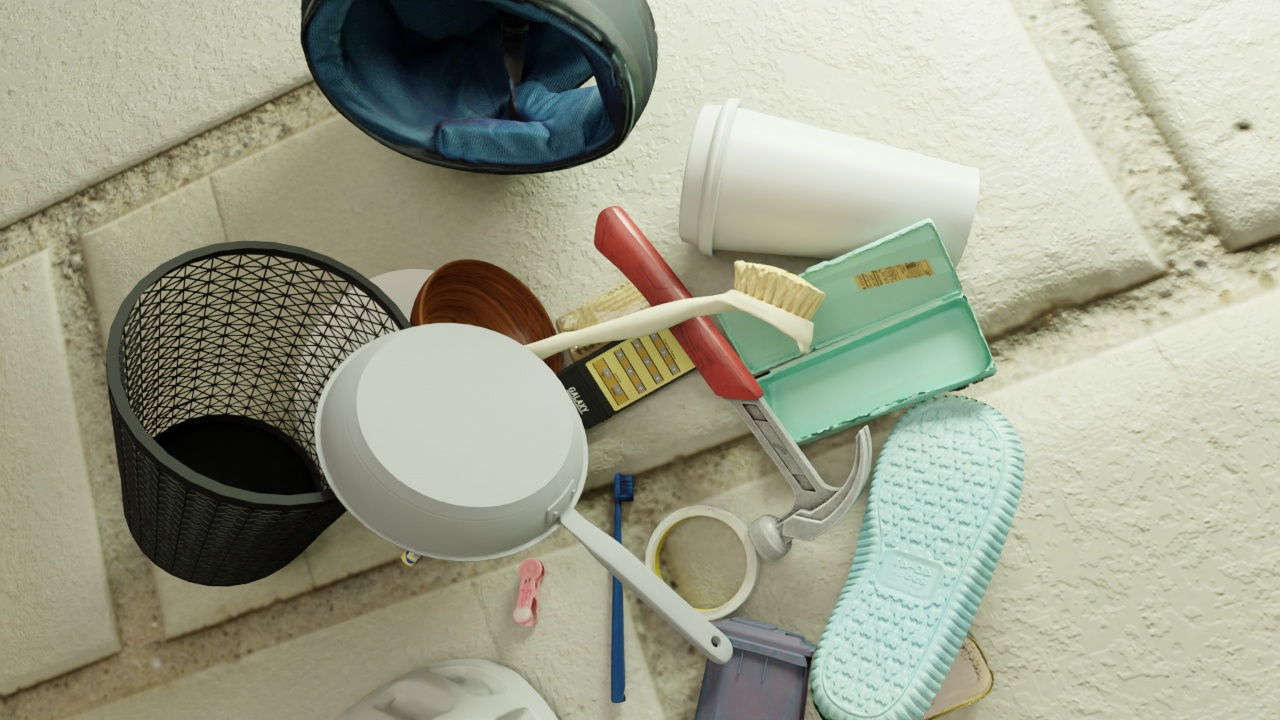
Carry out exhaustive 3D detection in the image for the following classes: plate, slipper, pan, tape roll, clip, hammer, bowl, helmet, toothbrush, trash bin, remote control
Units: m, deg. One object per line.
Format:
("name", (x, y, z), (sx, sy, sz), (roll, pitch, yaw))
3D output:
("plate", (-0.231, 0.021, 0.860), (0.230, 0.030, 0.229), (-3, 79, 14))
("slipper", (0.209, 0.152, 0.680), (0.116, 0.069, 0.275), (8, 62, 44))
("pan", (-0.069, 0.096, 0.663), (0.356, 0.051, 0.200), (37, 47, 5))
("tape roll", (0.051, 0.168, 0.764), (0.094, 0.019, 0.094), (-3, 79, 14))
("clip", (-0.098, 0.201, 0.789), (0.023, 0.044, 0.060), (3, 94, 11))
("hammer", (0.064, 0.000, 0.744), (0.126, 0.036, 0.315), (-40, 80, 25))
("bowl", (-0.146, -0.008, 0.799), (0.069, 0.147, 0.147), (-29, 71, 38))
("helmet", (-0.193, 0.384, 0.747), (0.283, 0.183, 0.224), (-43, 67, 25))
("toothbrush", (-0.015, 0.191, 0.779), (0.017, 0.016, 0.189), (-1, 79, 7))
("trash bin", (-0.315, 0.065, 0.741), (0.244, 0.216, 0.217), (-47, 66, 45))
("helmet", (-0.122, -0.309, 0.787), (0.316, 0.249, 0.235), (8, 52, 16))
("remote control", (-0.005, 0.005, 0.798), (0.133, 0.013, 0.058), (-30, 106, 7))
("trash bin", (0.075, 0.281, 0.699), (0.092, 0.094, 0.160), (10, 79, 16))

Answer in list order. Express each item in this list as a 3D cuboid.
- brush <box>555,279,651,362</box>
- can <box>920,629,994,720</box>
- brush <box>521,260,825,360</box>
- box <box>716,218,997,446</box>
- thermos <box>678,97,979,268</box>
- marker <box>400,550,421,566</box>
("brush", (-0.019, -0.042, 0.813), (0.117, 0.039, 0.049), (-27, 73, 6))
("can", (0.212, 0.238, 0.688), (0.100, 0.059, 0.054), (-28, 74, 7))
("brush", (0.011, -0.027, 0.718), (0.273, 0.062, 0.077), (-8, 71, 24))
("box", (0.169, -0.017, 0.733), (0.187, 0.057, 0.138), (-22, 85, 23))
("thermos", (0.151, -0.134, 0.749), (0.222, 0.131, 0.131), (11, 82, 9))
("marker", (-0.168, 0.133, 0.830), (0.014, 0.014, 0.132), (43, 92, 18))
